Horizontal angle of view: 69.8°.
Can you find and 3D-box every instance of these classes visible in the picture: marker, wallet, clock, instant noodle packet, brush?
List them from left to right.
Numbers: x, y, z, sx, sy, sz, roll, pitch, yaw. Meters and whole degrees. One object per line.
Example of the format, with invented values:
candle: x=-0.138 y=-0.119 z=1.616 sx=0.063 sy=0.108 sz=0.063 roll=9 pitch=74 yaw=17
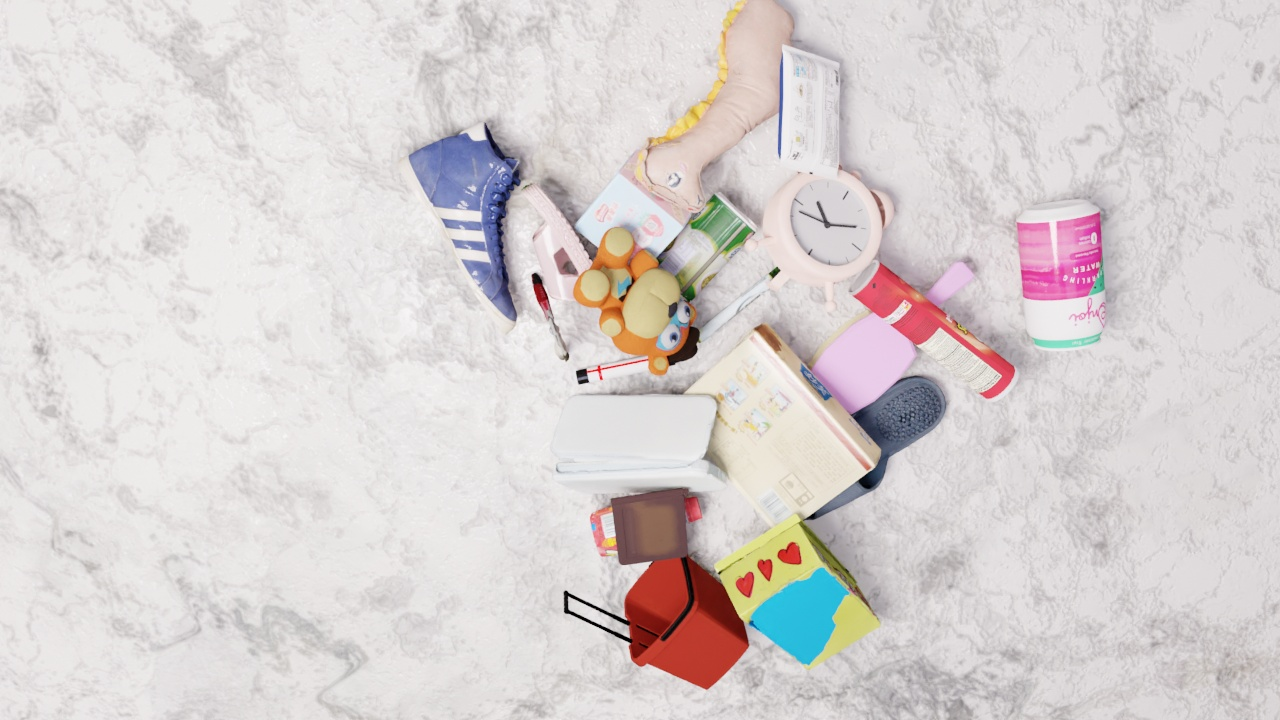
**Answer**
marker: x=-0.007 y=0.007 z=1.133 sx=0.145 sy=0.019 sz=0.019 roll=-12 pitch=103 yaw=2
wallet: x=0.013 y=0.199 z=1.103 sx=0.091 sy=0.018 sz=0.116 roll=-7 pitch=131 yaw=-3
marker: x=0.125 y=-0.071 z=1.118 sx=0.146 sy=0.017 sz=0.017 roll=-39 pitch=101 yaw=9
instant noodle packet: x=0.188 y=-0.272 z=1.010 sx=0.087 sy=0.026 sz=0.134 roll=3 pitch=87 yaw=-34
clock: x=0.208 y=-0.154 z=1.067 sx=0.131 sy=0.086 sz=0.160 roll=36 pitch=81 yaw=-8
brush: x=0.305 y=-0.035 z=1.114 sx=0.229 sy=0.043 sz=0.089 roll=-44 pitch=100 yaw=9

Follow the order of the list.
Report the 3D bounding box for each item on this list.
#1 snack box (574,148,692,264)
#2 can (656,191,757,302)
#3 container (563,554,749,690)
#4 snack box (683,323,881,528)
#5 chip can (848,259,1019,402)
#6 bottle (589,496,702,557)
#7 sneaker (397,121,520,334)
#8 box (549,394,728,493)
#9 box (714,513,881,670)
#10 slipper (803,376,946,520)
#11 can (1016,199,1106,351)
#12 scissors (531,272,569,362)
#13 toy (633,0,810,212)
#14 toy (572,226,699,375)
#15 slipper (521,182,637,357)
snack box: x=-0.004 y=-0.168 z=1.047 sx=0.095 sy=0.079 sz=0.093 roll=38 pitch=128 yaw=-9
can: x=0.074 y=-0.132 z=1.077 sx=0.067 sy=0.067 sz=0.121 roll=41 pitch=100 yaw=-9
container: x=0.023 y=0.304 z=1.139 sx=0.201 sy=0.148 sz=0.127 roll=35 pitch=105 yaw=-17
snack box: x=0.157 y=0.081 z=1.088 sx=0.207 sy=0.055 sz=0.154 roll=49 pitch=118 yaw=5
chip can: x=0.340 y=-0.034 z=1.064 sx=0.214 sy=0.051 sz=0.052 roll=36 pitch=100 yaw=-8
bottle: x=0.009 y=0.203 z=1.158 sx=0.137 sy=0.062 sz=0.062 roll=-15 pitch=103 yaw=4
sneaker: x=-0.166 y=-0.161 z=1.062 sx=0.118 sy=0.091 sz=0.233 roll=-31 pitch=93 yaw=4
box: x=0.004 y=0.116 z=1.109 sx=0.211 sy=0.129 sz=0.106 roll=1 pitch=148 yaw=27
box: x=0.194 y=0.285 z=1.116 sx=0.124 sy=0.082 sz=0.221 roll=-37 pitch=133 yaw=9
slipper: x=0.264 y=0.114 z=1.130 sx=0.264 sy=0.082 sz=0.101 roll=-37 pitch=99 yaw=7
can: x=0.495 y=-0.100 z=1.077 sx=0.088 sy=0.088 sz=0.166 roll=-10 pitch=103 yaw=2
scissors: x=-0.100 y=-0.038 z=1.052 sx=0.015 sy=0.196 sz=0.179 roll=-19 pitch=143 yaw=-5
toy: x=0.080 y=-0.296 z=1.011 sx=0.264 sy=0.065 sz=0.196 roll=-38 pitch=98 yaw=-15
toy: x=-0.001 y=-0.059 z=1.014 sx=0.176 sy=0.096 sz=0.112 roll=48 pitch=59 yaw=-39
slipper: x=-0.079 y=-0.096 z=1.072 sx=0.064 sy=0.094 sz=0.239 roll=-33 pitch=107 yaw=2
